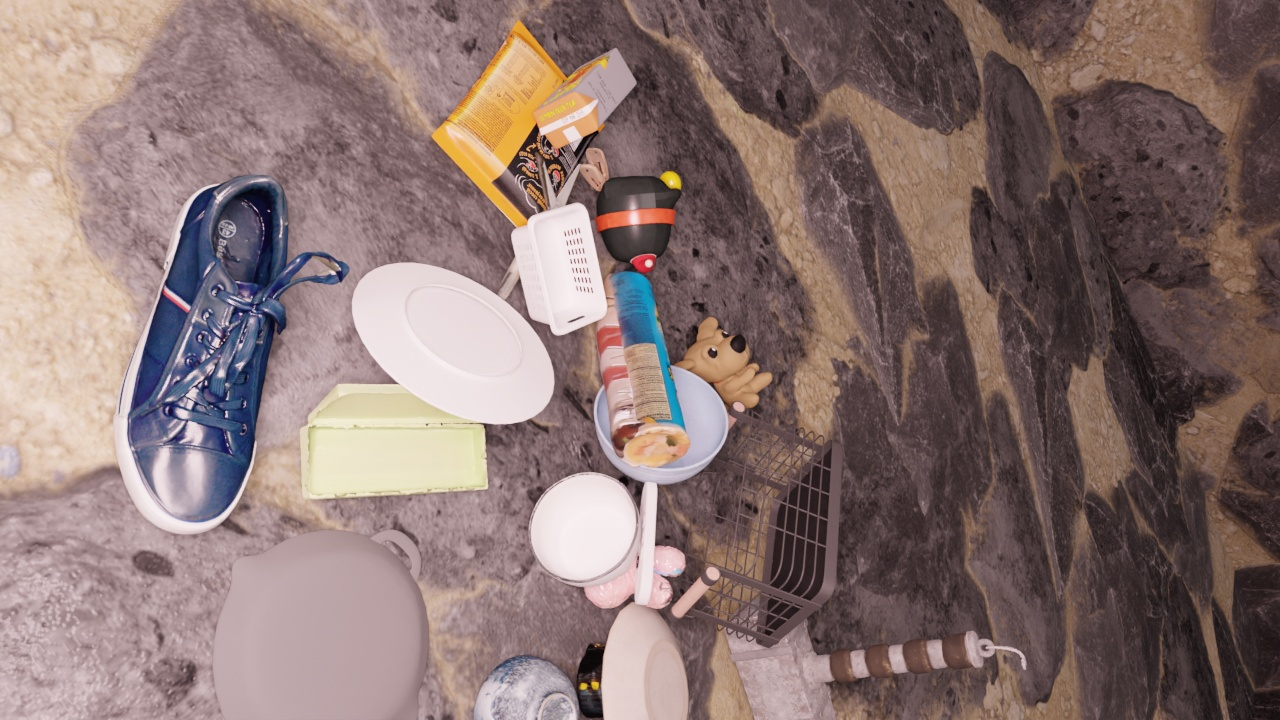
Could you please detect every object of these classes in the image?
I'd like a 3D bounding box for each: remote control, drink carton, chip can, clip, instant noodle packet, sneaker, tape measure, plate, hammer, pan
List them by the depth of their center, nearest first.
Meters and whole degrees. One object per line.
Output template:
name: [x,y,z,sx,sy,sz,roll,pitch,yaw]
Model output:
sneaker: [-0.318,-0.014,0.715,0.120,0.127,0.294,17,69,-40]
pan: [-0.284,0.280,0.734,0.216,0.024,0.353,52,48,-22]
plate: [-0.170,-0.025,0.869,0.208,0.015,0.208,28,31,-19]
tape measure: [-0.040,0.334,0.943,0.067,0.038,0.062,-43,124,-73]
remote control: [0.006,0.188,0.954,0.013,0.043,0.136,9,51,-6]
plate: [0.016,0.352,0.973,0.188,0.027,0.188,41,43,-52]
chip can: [-0.006,0.006,1.004,0.079,0.080,0.229,27,37,-38]
instant noodle packet: [-0.130,-0.262,1.042,0.160,0.032,0.220,47,50,-29]
drink carton: [-0.062,-0.299,1.047,0.048,0.076,0.124,56,41,-25]
hammer: [0.270,0.349,1.063,0.079,0.327,0.177,-25,97,-64]
clip: [-0.052,-0.233,1.109,0.061,0.024,0.041,48,56,-64]

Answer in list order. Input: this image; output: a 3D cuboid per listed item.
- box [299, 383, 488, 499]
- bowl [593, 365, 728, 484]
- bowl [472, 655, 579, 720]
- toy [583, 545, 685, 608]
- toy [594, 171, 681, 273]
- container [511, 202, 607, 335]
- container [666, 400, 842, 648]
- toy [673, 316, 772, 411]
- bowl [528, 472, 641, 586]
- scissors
box: [-0.213,0.068,0.844,0.187,0.064,0.130,1,120,-44]
bowl: [0.018,0.083,1.041,0.150,0.075,0.150,6,49,-7]
bowl: [-0.098,0.344,0.880,0.114,0.061,0.114,14,70,-42]
toy: [-0.007,0.221,0.985,0.053,0.105,0.108,84,28,-52]
toy: [-0.005,-0.163,1.100,0.099,0.098,0.119,-9,94,-46]
container: [-0.090,-0.098,0.989,0.080,0.050,0.129,-26,111,-41]
container: [0.128,0.186,1.040,0.130,0.163,0.240,22,47,-7]
toy: [0.105,0.012,1.163,0.108,0.106,0.133,49,44,-9]
bowl: [-0.051,0.180,0.943,0.066,0.116,0.116,67,31,-59]
scissors: [-0.105,-0.126,1.020,0.178,0.015,0.199,-37,118,-37]
